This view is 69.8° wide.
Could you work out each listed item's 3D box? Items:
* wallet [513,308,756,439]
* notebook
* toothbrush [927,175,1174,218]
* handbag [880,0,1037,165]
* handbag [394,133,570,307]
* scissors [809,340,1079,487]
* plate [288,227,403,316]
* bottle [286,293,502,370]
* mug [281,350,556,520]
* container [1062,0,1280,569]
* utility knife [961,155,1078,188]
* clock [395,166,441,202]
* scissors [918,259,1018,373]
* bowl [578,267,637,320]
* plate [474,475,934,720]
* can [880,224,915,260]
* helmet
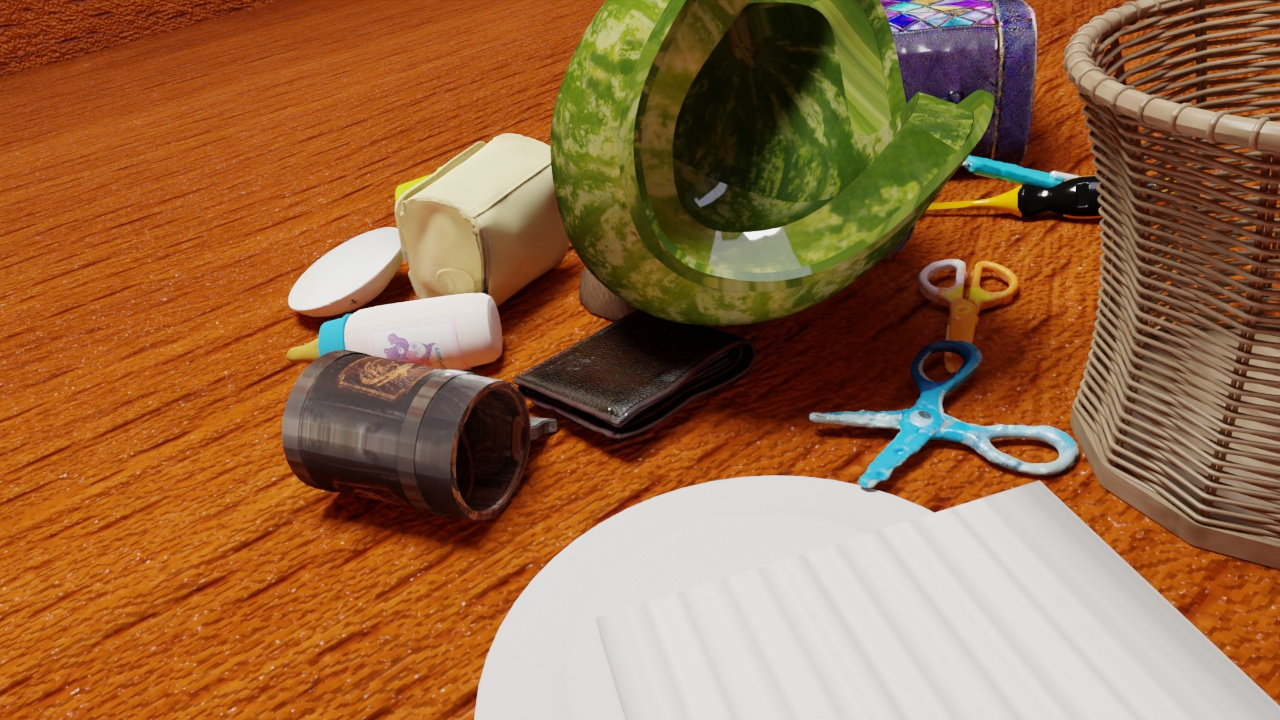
[{"bbox_3d":[-0.003,0.003,0.564,0.119,0.031,0.099,-29,33,-35],"label":"wallet"},{"bbox_3d":[0.100,0.118,0.344,0.209,0.009,0.142,-15,32,-8],"label":"notebook"},{"bbox_3d":[0.287,-0.118,0.681,0.197,0.031,0.030,0,2,24],"label":"toothbrush"},{"bbox_3d":[0.219,-0.234,0.786,0.205,0.126,0.221,2,32,17],"label":"handbag"},{"bbox_3d":[-0.113,-0.092,0.674,0.081,0.111,0.119,20,43,21],"label":"handbag"},{"bbox_3d":[0.160,0.026,0.496,0.134,0.011,0.137,1,38,15],"label":"scissors"},{"bbox_3d":[-0.228,-0.065,0.732,0.104,0.026,0.104,-19,35,14],"label":"plate"},{"bbox_3d":[-0.169,-0.012,0.621,0.146,0.051,0.051,-8,32,4],"label":"bottle"},{"bbox_3d":[-0.117,0.038,0.515,0.107,0.080,0.115,8,10,24],"label":"mug"},{"bbox_3d":[0.299,-0.043,0.396,0.227,0.196,0.226,-7,32,5],"label":"container"},{"bbox_3d":[0.257,-0.148,0.692,0.181,0.015,0.022,12,37,-2],"label":"utility knife"},{"bbox_3d":[-0.160,-0.109,0.742,0.057,0.083,0.119,-18,29,-2],"label":"clock"},{"bbox_3d":[0.201,-0.030,0.577,0.064,0.013,0.127,9,39,21],"label":"scissors"},{"bbox_3d":[0.009,-0.071,0.680,0.118,0.030,0.117,-7,32,5],"label":"bowl"},{"bbox_3d":[0.049,0.122,0.379,0.242,0.016,0.242,-7,32,5],"label":"plate"},{"bbox_3d":[0.157,-0.121,0.683,0.067,0.068,0.105,-9,33,2],"label":"can"},{"bbox_3d":[0.058,-0.137,0.554,0.244,0.213,0.246,-50,13,17],"label":"helmet"}]
